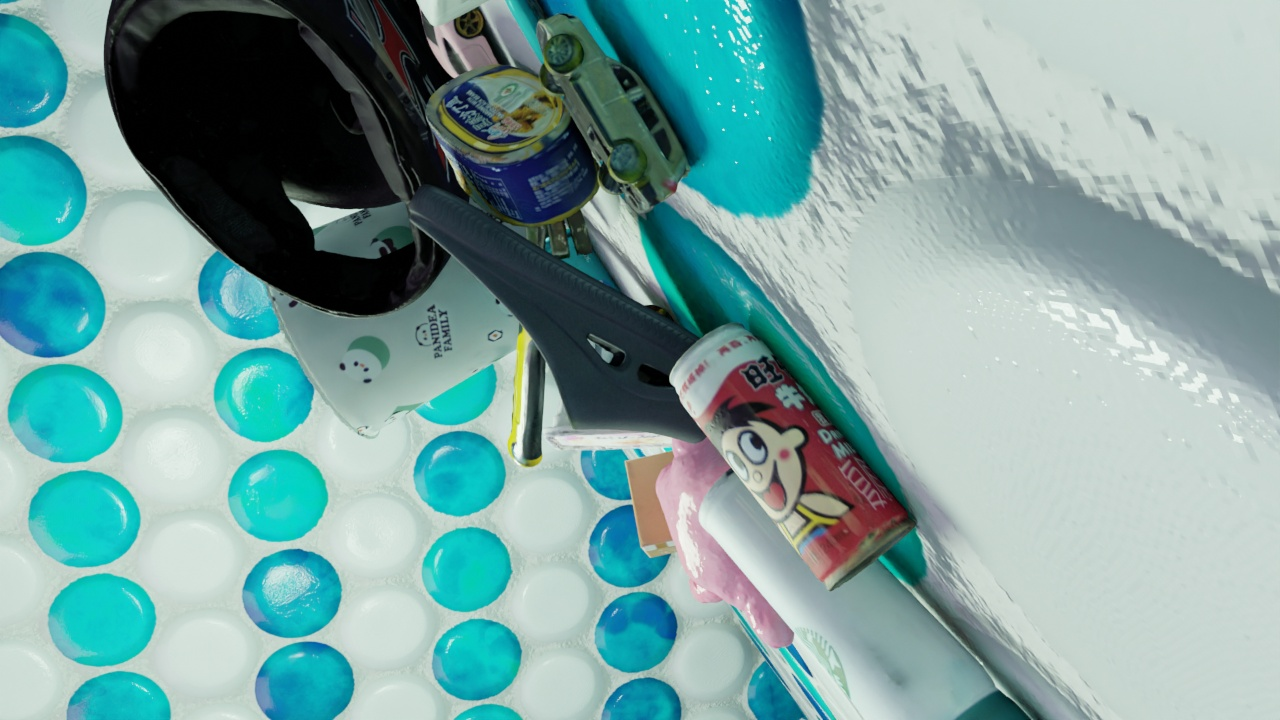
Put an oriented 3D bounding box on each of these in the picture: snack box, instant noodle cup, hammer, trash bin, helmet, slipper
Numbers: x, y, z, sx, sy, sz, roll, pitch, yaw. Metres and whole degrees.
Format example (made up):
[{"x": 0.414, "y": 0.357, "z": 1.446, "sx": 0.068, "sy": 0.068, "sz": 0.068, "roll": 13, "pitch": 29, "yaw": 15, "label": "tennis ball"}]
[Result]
[{"x": 0.042, "y": 0.124, "z": 0.815, "sx": 0.094, "sy": 0.093, "sz": 0.077, "roll": 73, "pitch": -175, "yaw": -72, "label": "snack box"}, {"x": -0.015, "y": 0.046, "z": 0.826, "sx": 0.173, "sy": 0.138, "sz": 0.060, "roll": 95, "pitch": 173, "yaw": -79, "label": "instant noodle cup"}, {"x": -0.092, "y": -0.029, "z": 0.776, "sx": 0.126, "sy": 0.031, "sz": 0.324, "roll": 50, "pitch": 145, "yaw": 39, "label": "hammer"}, {"x": -0.219, "y": -0.074, "z": 0.958, "sx": 0.229, "sy": 0.252, "sz": 0.229, "roll": 64, "pitch": 178, "yaw": 3, "label": "trash bin"}, {"x": -0.261, "y": -0.212, "z": 0.755, "sx": 0.315, "sy": 0.248, "sz": 0.239, "roll": 54, "pitch": -158, "yaw": -24, "label": "helmet"}, {"x": -0.036, "y": -0.006, "z": 0.560, "sx": 0.268, "sy": 0.083, "sz": 0.110, "roll": 33, "pitch": 179, "yaw": -2, "label": "slipper"}]

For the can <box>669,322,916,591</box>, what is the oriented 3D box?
[{"x": 0.072, "y": 0.045, "z": 0.457, "sx": 0.132, "sy": 0.053, "sz": 0.053, "roll": 52, "pitch": 173, "yaw": 21, "label": "can"}]

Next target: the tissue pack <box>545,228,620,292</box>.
[{"x": -0.062, "y": -0.055, "z": 0.819, "sx": 0.093, "sy": 0.050, "sz": 0.133, "roll": -10, "pitch": 117, "yaw": 57, "label": "tissue pack"}]

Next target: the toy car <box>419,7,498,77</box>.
[{"x": -0.115, "y": -0.203, "z": 0.628, "sx": 0.056, "sy": 0.037, "sz": 0.122, "roll": 50, "pitch": 173, "yaw": 47, "label": "toy car"}]

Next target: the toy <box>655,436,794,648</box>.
[{"x": 0.055, "y": 0.103, "z": 0.689, "sx": 0.179, "sy": 0.074, "sz": 0.195, "roll": 19, "pitch": 120, "yaw": 61, "label": "toy"}]

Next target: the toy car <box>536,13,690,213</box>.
[{"x": -0.014, "y": -0.106, "z": 0.391, "sx": 0.090, "sy": 0.035, "sz": 0.042, "roll": 56, "pitch": 172, "yaw": -8, "label": "toy car"}]

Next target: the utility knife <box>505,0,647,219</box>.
[{"x": -0.050, "y": -0.162, "z": 0.462, "sx": 0.223, "sy": 0.013, "sz": 0.029, "roll": 56, "pitch": 175, "yaw": -34, "label": "utility knife"}]

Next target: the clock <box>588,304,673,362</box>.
[{"x": -0.004, "y": 0.004, "z": 0.675, "sx": 0.122, "sy": 0.055, "sz": 0.082, "roll": 153, "pitch": 120, "yaw": -66, "label": "clock"}]

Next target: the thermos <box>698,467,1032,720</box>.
[{"x": 0.122, "y": 0.150, "z": 0.512, "sx": 0.224, "sy": 0.073, "sz": 0.073, "roll": 47, "pitch": 171, "yaw": 36, "label": "thermos"}]

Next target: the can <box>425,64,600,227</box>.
[{"x": -0.080, "y": -0.134, "z": 0.559, "sx": 0.148, "sy": 0.074, "sz": 0.049, "roll": 45, "pitch": 165, "yaw": 48, "label": "can"}]

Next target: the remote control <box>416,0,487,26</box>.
[{"x": -0.056, "y": -0.158, "z": 0.329, "sx": 0.021, "sy": 0.058, "sz": 0.150, "roll": 59, "pitch": 172, "yaw": -12, "label": "remote control"}]
